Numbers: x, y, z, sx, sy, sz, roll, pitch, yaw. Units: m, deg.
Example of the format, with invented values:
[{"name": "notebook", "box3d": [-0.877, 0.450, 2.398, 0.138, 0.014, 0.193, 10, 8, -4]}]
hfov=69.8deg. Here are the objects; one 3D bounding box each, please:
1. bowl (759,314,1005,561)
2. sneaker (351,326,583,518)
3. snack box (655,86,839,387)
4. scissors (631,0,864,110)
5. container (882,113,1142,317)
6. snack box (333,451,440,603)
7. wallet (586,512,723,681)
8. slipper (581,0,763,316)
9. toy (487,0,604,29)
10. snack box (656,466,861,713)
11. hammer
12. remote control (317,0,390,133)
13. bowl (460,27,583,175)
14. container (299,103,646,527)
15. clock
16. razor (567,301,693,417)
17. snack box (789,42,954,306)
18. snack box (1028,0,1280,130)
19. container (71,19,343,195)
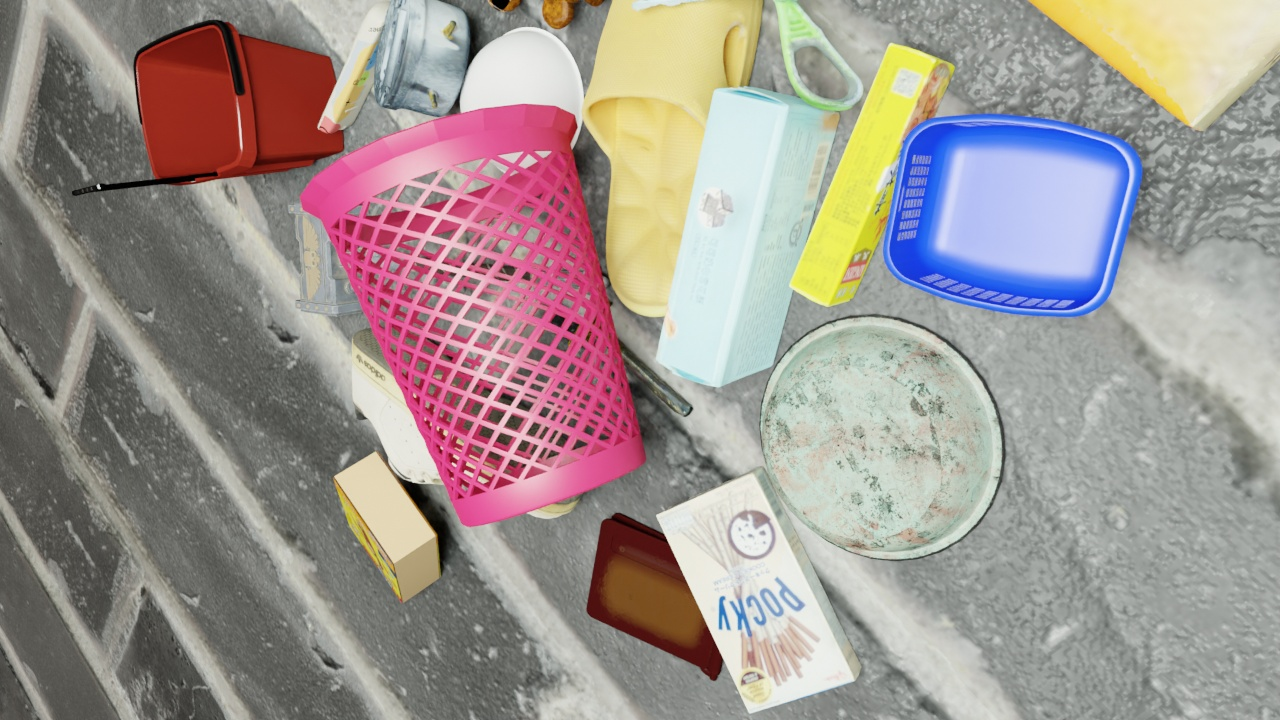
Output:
[{"name": "bowl", "box3d": [0.136, 0.052, 0.561, 0.158, 0.038, 0.157, 8, 104, 33]}, {"name": "sneaker", "box3d": [-0.154, 0.069, 0.736, 0.241, 0.088, 0.102, 34, 116, 26]}, {"name": "snack box", "box3d": [0.065, -0.075, 0.562, 0.053, 0.074, 0.175, 22, 112, 29]}, {"name": "scissors", "box3d": [0.083, -0.218, 0.520, 0.169, 0.023, 0.171, -34, 83, 13]}, {"name": "container", "box3d": [0.196, -0.077, 0.480, 0.114, 0.058, 0.096, 17, 109, 31]}, {"name": "snack box", "box3d": [-0.214, 0.146, 0.786, 0.088, 0.040, 0.126, 50, 154, 16]}, {"name": "wallet", "box3d": [0.016, 0.175, 0.686, 0.116, 0.018, 0.091, 20, 110, 28]}, {"name": "slipper", "box3d": [0.010, -0.156, 0.583, 0.100, 0.078, 0.263, 15, 108, 34]}, {"name": "toy", "box3d": [-0.069, -0.275, 0.626, 0.112, 0.067, 0.087, 30, 116, 16]}, {"name": "snack box", "box3d": [0.079, 0.156, 0.623, 0.082, 0.026, 0.150, -29, 82, 24]}, {"name": "hammer", "box3d": [-0.162, -0.076, 0.744, 0.323, 0.044, 0.098, 8, 104, 31]}, {"name": "remote control", "box3d": [-0.231, -0.239, 0.756, 0.018, 0.038, 0.126, 38, 122, -2]}, {"name": "bowl", "box3d": [-0.098, -0.188, 0.672, 0.110, 0.040, 0.110, 8, 104, 33]}, {"name": "container", "box3d": [-0.091, -0.021, 0.597, 0.184, 0.182, 0.225, -20, 89, 36]}, {"name": "clock", "box3d": [-0.170, -0.233, 0.694, 0.129, 0.052, 0.090, 42, 119, 53]}, {"name": "razor", "box3d": [-0.004, 0.004, 0.661, 0.106, 0.026, 0.043, 42, 118, 16]}, {"name": "snack box", "box3d": [0.132, -0.104, 0.530, 0.029, 0.040, 0.148, 32, 116, 26]}, {"name": "snack box", "box3d": [0.231, -0.223, 0.411, 0.195, 0.080, 0.145, 48, 123, 17]}, {"name": "container", "box3d": [-0.366, -0.205, 0.758, 0.148, 0.200, 0.127, -1, 99, 35]}]
